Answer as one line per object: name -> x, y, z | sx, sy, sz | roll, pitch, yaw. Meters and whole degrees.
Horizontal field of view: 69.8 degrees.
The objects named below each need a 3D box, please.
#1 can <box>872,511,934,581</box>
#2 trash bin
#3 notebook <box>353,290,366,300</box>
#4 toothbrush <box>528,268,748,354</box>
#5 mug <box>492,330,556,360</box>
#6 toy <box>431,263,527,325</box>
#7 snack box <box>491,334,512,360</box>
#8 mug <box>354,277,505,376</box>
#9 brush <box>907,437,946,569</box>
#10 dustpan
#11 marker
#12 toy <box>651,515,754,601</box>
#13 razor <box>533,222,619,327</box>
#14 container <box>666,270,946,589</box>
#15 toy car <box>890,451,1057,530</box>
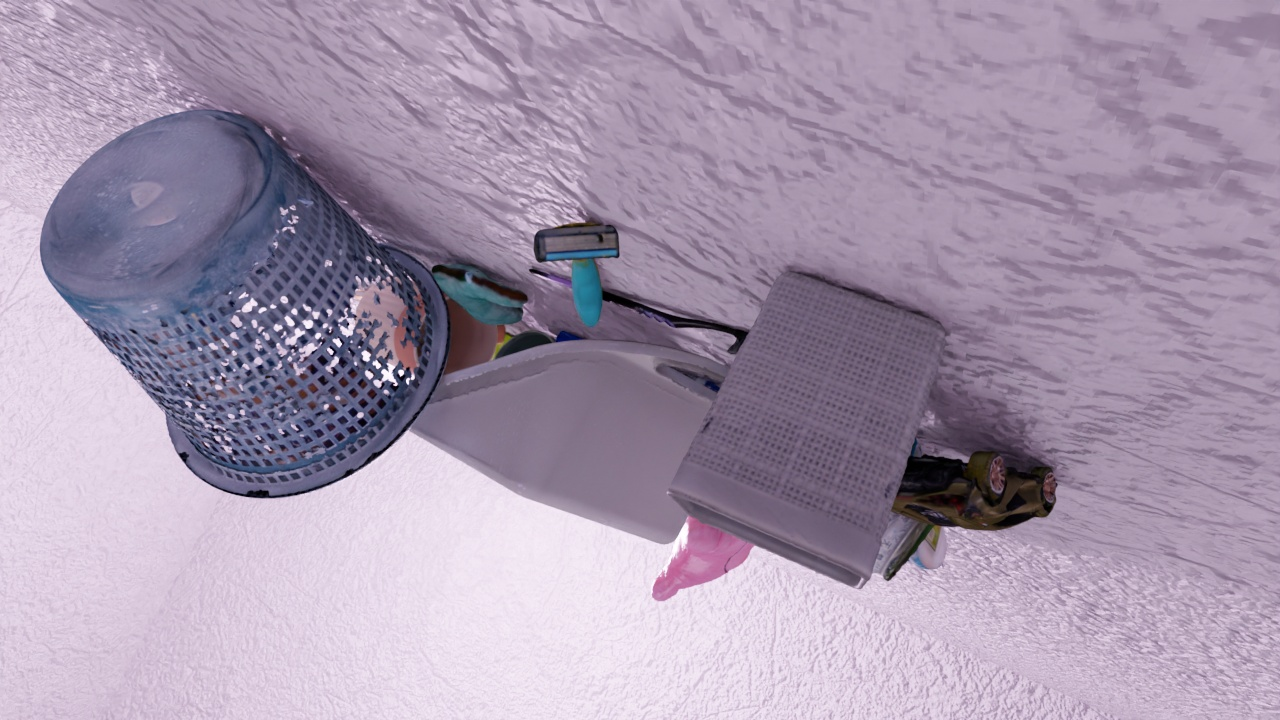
can -> 0.115, 0.074, 0.592 | 0.147, 0.058, 0.058 | 38, 175, 25
trash bin -> -0.267, -0.048, 0.615 | 0.227, 0.226, 0.195 | 20, 155, 22
notebook -> -0.218, -0.026, 1.050 | 0.206, 0.010, 0.146 | 33, 166, -37
toothbrush -> 0.002, -0.029, 0.563 | 0.189, 0.016, 0.014 | 20, 169, 29
mug -> -0.078, 0.023, 0.818 | 0.106, 0.082, 0.111 | 32, -164, -47
toy -> -0.119, -0.048, 0.694 | 0.096, 0.030, 0.092 | 15, 168, 25
snack box -> -0.133, -0.006, 0.921 | 0.156, 0.026, 0.086 | 25, 169, -3
mug -> -0.180, -0.028, 0.820 | 0.106, 0.082, 0.114 | 17, -164, 42
brush -> 0.191, 0.109, 0.712 | 0.110, 0.060, 0.314 | 10, 160, 34
dustpan -> -0.043, 0.041, 0.713 | 0.222, 0.142, 0.258 | 28, 175, -41
marker -> -0.004, 0.004, 0.721 | 0.146, 0.017, 0.017 | 19, 167, 27
toy -> 0.092, 0.153, 0.907 | 0.074, 0.178, 0.195 | 44, 143, 18
razor -> -0.032, -0.047, 0.519 | 0.043, 0.028, 0.133 | -7, 165, -1
container -> 0.080, 0.031, 0.417 | 0.090, 0.114, 0.090 | 21, 169, 16
toy car -> 0.180, 0.072, 0.507 | 0.070, 0.042, 0.158 | -1, 172, 43
